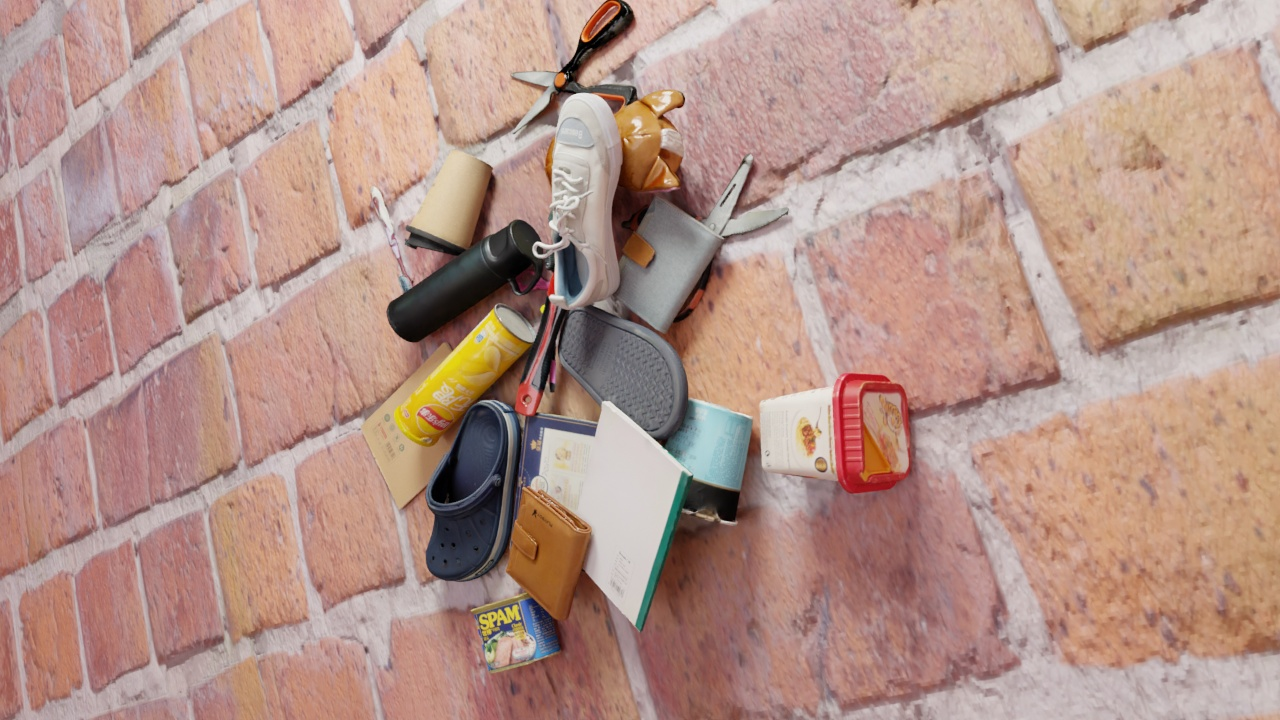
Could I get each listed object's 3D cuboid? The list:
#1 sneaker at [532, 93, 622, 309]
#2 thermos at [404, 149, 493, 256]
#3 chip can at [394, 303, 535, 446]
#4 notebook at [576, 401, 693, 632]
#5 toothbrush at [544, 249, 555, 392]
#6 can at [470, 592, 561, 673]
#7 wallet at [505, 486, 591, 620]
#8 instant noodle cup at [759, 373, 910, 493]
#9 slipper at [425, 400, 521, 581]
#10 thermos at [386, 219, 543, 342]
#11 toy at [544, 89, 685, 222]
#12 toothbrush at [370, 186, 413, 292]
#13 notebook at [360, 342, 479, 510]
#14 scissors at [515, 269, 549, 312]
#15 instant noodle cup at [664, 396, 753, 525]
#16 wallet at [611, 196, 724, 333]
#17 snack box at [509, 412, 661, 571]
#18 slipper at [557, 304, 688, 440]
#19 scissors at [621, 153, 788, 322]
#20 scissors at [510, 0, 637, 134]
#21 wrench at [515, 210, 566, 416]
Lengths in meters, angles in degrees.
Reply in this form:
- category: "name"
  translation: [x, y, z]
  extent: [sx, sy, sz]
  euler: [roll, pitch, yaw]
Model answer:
- category: "sneaker"
  translation: [-0.076, -0.171, 1.022]
  extent: [0.090, 0.090, 0.242]
  euler: [18, 122, 34]
- category: "thermos"
  translation: [-0.255, -0.207, 1.241]
  extent: [0.093, 0.093, 0.143]
  euler: [23, 92, 31]
- category: "chip can"
  translation: [-0.233, 0.020, 1.210]
  extent: [0.214, 0.072, 0.072]
  euler: [-44, 66, 17]
- category: "notebook"
  translation: [-0.018, 0.170, 1.003]
  extent: [0.150, 0.012, 0.209]
  euler: [39, 124, 41]
- category: "toothbrush"
  translation: [-0.113, -0.053, 1.160]
  extent: [0.014, 0.017, 0.189]
  euler: [-9, 77, 39]
- category: "can"
  translation: [-0.156, 0.341, 1.158]
  extent: [0.102, 0.057, 0.083]
  euler: [-24, 77, 29]
- category: "wallet"
  translation: [-0.111, 0.226, 1.084]
  extent: [0.108, 0.031, 0.132]
  euler: [32, 119, 32]
- category: "instant noodle cup"
  translation: [0.194, 0.075, 0.932]
  extent: [0.124, 0.116, 0.116]
  euler: [-7, 83, 44]
- category: "slipper"
  translation: [-0.222, 0.175, 1.187]
  extent: [0.105, 0.095, 0.253]
  euler: [22, 99, 34]
- category: "thermos"
  translation: [-0.232, -0.094, 1.222]
  extent: [0.243, 0.068, 0.090]
  euler: [-27, 84, 31]
- category: "toy"
  translation: [-0.018, -0.235, 1.078]
  extent: [0.200, 0.130, 0.140]
  euler: [-12, 82, 52]
- category: "toothbrush"
  translation: [-0.368, -0.177, 1.347]
  extent: [0.016, 0.017, 0.187]
  euler: [-31, 72, 26]
- category: "notebook"
  translation: [-0.308, 0.094, 1.296]
  extent: [0.208, 0.008, 0.147]
  euler: [-41, 67, 23]
- category: "scissors"
  translation: [-0.114, -0.092, 1.186]
  extent: [0.135, 0.017, 0.133]
  euler: [28, 97, 32]
- category: "instant noodle cup"
  translation: [0.072, 0.107, 1.009]
  extent: [0.111, 0.111, 0.120]
  euler: [17, 88, 32]
- category: "wallet"
  translation: [0.022, -0.114, 1.070]
  extent: [0.106, 0.037, 0.130]
  euler: [38, 106, 27]
- category: "snack box"
  translation: [-0.069, 0.162, 1.121]
  extent: [0.183, 0.045, 0.178]
  euler: [8, 92, 32]
- category: "slipper"
  translation: [-0.006, 0.006, 1.070]
  extent: [0.268, 0.083, 0.111]
  euler: [35, 110, 52]
- category: "scissors"
  translation: [0.070, -0.140, 1.072]
  extent: [0.224, 0.015, 0.189]
  euler: [-2, 86, 32]
- category: "scissors"
  translation: [-0.080, -0.367, 1.182]
  extent: [0.221, 0.021, 0.232]
  euler: [42, 107, 32]
- category: "wrench"
  translation: [-0.112, -0.064, 1.146]
  extent: [0.056, 0.016, 0.273]
  euler: [10, 87, 20]
